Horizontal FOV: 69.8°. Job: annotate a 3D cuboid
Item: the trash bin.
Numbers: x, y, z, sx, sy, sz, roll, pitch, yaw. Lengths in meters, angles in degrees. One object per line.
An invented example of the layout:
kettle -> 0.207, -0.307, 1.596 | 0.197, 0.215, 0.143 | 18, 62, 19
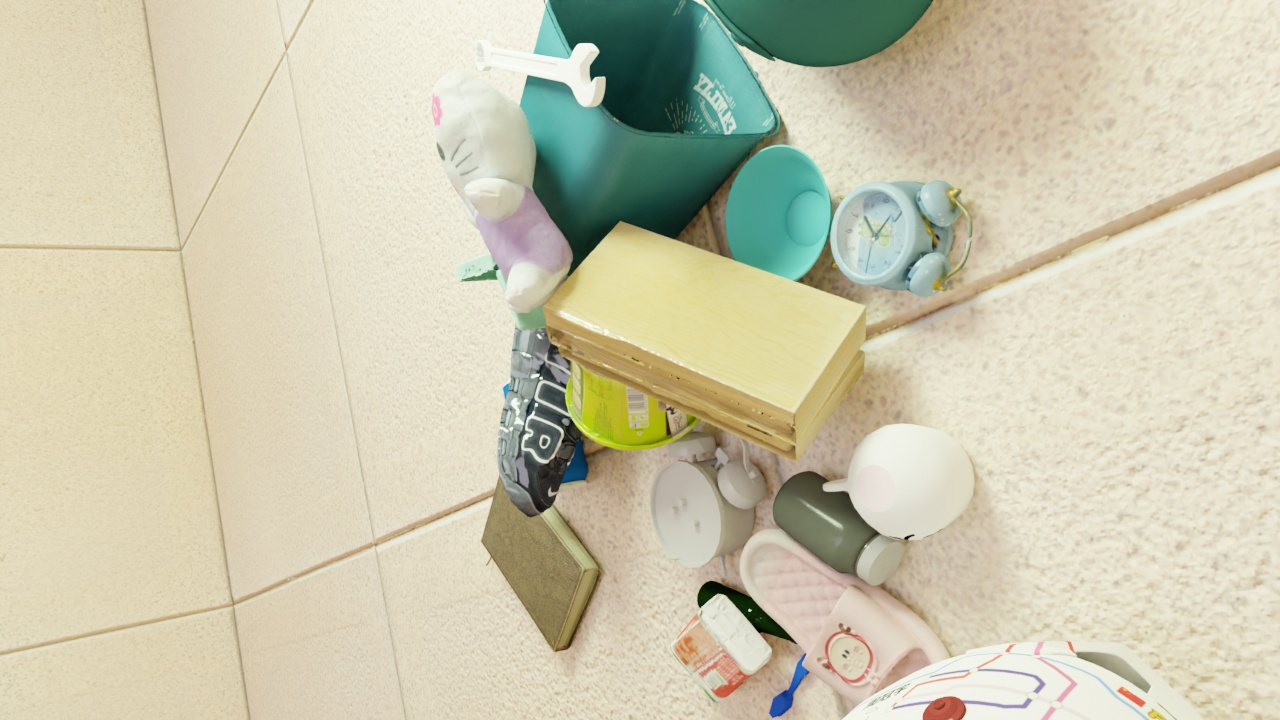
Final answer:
trash bin -> -0.022, -0.211, 0.892 | 0.219, 0.198, 0.196 | -54, 53, 47

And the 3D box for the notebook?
notebook -> -0.142, 0.266, 1.197 | 0.215, 0.034, 0.191 | 46, 128, 38

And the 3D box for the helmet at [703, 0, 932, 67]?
helmet -> 0.109, -0.341, 0.702 | 0.176, 0.200, 0.275 | -40, 69, -5

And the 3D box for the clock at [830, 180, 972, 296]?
clock -> 0.206, -0.097, 0.720 | 0.125, 0.051, 0.089 | 16, 104, 49

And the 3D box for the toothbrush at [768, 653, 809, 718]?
toothbrush -> 0.160, 0.266, 0.843 | 0.016, 0.011, 0.187 | 47, 127, 38

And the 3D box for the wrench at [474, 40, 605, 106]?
wrench -> -0.096, -0.262, 0.812 | 0.273, 0.009, 0.047 | 35, 129, 54

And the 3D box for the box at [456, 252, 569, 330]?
box -> -0.088, -0.075, 0.970 | 0.079, 0.186, 0.112 | -39, 72, 42

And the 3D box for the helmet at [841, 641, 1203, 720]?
helmet -> 0.224, 0.318, 0.590 | 0.315, 0.235, 0.231 | -51, 59, 31

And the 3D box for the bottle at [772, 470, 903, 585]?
bottle -> 0.168, 0.143, 0.783 | 0.108, 0.060, 0.060 | 35, 119, 44

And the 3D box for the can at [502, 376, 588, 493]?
can -> -0.115, 0.086, 1.110 | 0.079, 0.078, 0.146 | -29, 71, 48

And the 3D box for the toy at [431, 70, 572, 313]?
toy -> -0.122, -0.149, 0.817 | 0.138, 0.085, 0.209 | 174, 76, -85

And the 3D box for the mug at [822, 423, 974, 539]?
mug -> 0.197, 0.097, 0.730 | 0.124, 0.076, 0.090 | -13, 83, 51

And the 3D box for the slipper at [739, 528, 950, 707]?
slipper -> 0.167, 0.231, 0.788 | 0.221, 0.055, 0.107 | 38, 121, 36

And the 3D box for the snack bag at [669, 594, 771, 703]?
snack bag -> 0.077, 0.282, 0.894 | 0.077, 0.036, 0.116 | 47, 146, 18

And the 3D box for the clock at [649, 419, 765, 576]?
clock -> 0.064, 0.131, 0.909 | 0.120, 0.061, 0.159 | 34, 120, 44

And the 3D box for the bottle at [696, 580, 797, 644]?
bottle -> 0.107, 0.247, 0.889 | 0.123, 0.033, 0.033 | 11, 102, 49

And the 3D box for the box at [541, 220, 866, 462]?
box -> 0.054, -0.019, 0.792 | 0.249, 0.127, 0.092 | 22, 152, 28

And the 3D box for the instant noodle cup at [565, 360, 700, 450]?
instant noodle cup -> -0.005, 0.005, 0.899 | 0.146, 0.146, 0.098 | 47, 156, 38

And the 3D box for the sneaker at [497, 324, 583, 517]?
sneaker -> -0.065, 0.048, 1.009 | 0.151, 0.097, 0.252 | -1, 73, 19

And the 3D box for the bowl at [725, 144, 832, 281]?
bowl -> 0.133, -0.126, 0.810 | 0.121, 0.046, 0.121 | 7, 99, 51
